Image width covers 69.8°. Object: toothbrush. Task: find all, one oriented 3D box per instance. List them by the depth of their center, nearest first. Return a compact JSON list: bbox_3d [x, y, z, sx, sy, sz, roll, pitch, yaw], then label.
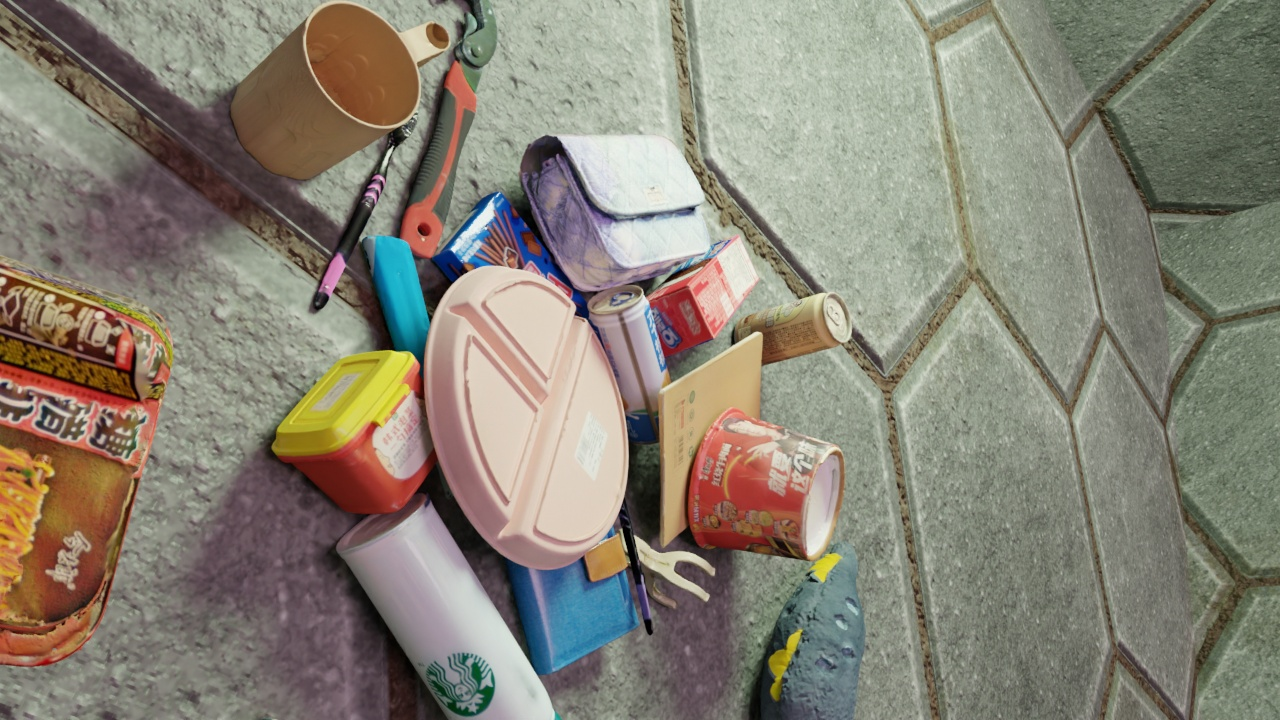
[{"bbox_3d":[-0.198,-0.116,0.671,0.014,0.018,0.188,39,52,-37],"label":"toothbrush"},{"bbox_3d":[-0.014,0.137,0.773,0.016,0.014,0.188,6,59,-37],"label":"toothbrush"}]

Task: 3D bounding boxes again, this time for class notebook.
[{"bbox_3d":[0.070,0.068,0.868,0.207,0.008,0.148,-28,123,-55],"label":"notebook"}]

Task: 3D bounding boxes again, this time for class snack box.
[{"bbox_3d":[-0.175,0.049,0.597,0.080,0.082,0.091,61,41,-30],"label":"snack box"},{"bbox_3d":[-0.095,-0.053,0.760,0.157,0.026,0.084,52,44,-24],"label":"snack box"},{"bbox_3d":[0.062,-0.066,0.886,0.058,0.057,0.207,63,26,-10],"label":"snack box"}]

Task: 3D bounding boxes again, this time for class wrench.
[{"bbox_3d":[-0.155,-0.202,0.749,0.056,0.016,0.272,28,58,-41],"label":"wrench"}]

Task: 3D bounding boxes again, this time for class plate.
[{"bbox_3d":[-0.072,0.037,0.679,0.229,0.028,0.229,40,42,-49],"label":"plate"}]

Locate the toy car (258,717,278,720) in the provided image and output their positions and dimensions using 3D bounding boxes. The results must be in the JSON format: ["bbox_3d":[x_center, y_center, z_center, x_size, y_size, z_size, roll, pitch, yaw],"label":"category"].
[{"bbox_3d":[-0.207,0.247,0.521,0.035,0.042,0.090,-12,92,-72],"label":"toy car"}]

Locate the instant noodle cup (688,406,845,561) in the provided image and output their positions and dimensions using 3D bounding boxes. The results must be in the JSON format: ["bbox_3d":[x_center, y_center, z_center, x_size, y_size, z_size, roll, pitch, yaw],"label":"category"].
[{"bbox_3d":[0.122,0.119,0.855,0.137,0.109,0.138,-26,121,-55],"label":"instant noodle cup"}]

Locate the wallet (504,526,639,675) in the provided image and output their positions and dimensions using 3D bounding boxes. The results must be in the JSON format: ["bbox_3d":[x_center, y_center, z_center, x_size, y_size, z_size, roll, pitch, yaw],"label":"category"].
[{"bbox_3d":[-0.057,0.166,0.726,0.106,0.040,0.133,-13,89,-46],"label":"wallet"}]

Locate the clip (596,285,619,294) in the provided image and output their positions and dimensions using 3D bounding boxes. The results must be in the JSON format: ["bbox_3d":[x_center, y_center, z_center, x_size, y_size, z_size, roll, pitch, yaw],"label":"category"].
[{"bbox_3d":[-0.039,-0.083,0.842,0.025,0.031,0.057,-37,101,-50],"label":"clip"}]

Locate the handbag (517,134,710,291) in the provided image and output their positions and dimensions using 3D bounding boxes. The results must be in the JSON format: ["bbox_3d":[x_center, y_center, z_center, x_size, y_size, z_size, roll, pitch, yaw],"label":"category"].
[{"bbox_3d":[-0.013,-0.141,0.833,0.193,0.076,0.134,-23,87,-57],"label":"handbag"}]

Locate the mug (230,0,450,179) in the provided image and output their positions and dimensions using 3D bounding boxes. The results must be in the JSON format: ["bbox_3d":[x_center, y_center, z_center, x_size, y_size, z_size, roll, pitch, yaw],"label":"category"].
[{"bbox_3d":[-0.201,-0.185,0.622,0.084,0.104,0.124,60,42,-16],"label":"mug"}]

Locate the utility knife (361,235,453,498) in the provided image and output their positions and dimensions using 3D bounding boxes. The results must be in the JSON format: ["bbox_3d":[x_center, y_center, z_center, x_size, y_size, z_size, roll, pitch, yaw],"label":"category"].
[{"bbox_3d":[-0.162,0.004,0.671,0.034,0.018,0.199,-16,90,-38],"label":"utility knife"}]

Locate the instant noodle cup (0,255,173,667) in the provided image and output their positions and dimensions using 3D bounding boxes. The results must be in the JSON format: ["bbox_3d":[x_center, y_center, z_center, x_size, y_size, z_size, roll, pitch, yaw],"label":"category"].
[{"bbox_3d":[-0.324,0.043,0.424,0.164,0.079,0.188,26,58,-41],"label":"instant noodle cup"}]

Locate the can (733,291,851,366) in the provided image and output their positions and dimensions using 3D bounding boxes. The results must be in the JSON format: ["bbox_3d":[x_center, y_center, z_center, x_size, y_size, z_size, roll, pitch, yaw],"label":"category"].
[{"bbox_3d":[0.161,-0.032,0.978,0.058,0.117,0.058,19,64,-45],"label":"can"}]

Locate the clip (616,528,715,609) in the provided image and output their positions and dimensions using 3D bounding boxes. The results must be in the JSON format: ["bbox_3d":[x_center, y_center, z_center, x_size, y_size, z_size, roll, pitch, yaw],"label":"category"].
[{"bbox_3d":[0.025,0.177,0.793,0.103,0.093,0.034,55,43,-37],"label":"clip"}]

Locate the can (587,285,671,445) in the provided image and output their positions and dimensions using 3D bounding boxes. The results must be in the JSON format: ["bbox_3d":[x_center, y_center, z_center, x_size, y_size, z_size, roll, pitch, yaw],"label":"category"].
[{"bbox_3d":[-0.005,0.005,0.797,0.053,0.053,0.135,-48,131,-46],"label":"can"}]

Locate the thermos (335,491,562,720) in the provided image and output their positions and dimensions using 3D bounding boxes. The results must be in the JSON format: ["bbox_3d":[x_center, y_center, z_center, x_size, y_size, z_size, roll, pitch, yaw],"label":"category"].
[{"bbox_3d":[-0.117,0.200,0.618,0.073,0.073,0.224,-43,110,-47],"label":"thermos"}]

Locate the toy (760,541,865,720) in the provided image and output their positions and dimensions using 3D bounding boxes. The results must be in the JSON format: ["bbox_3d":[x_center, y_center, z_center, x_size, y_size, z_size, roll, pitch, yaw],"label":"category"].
[{"bbox_3d":[0.172,0.311,0.910,0.138,0.091,0.355,73,31,-48],"label":"toy"}]
